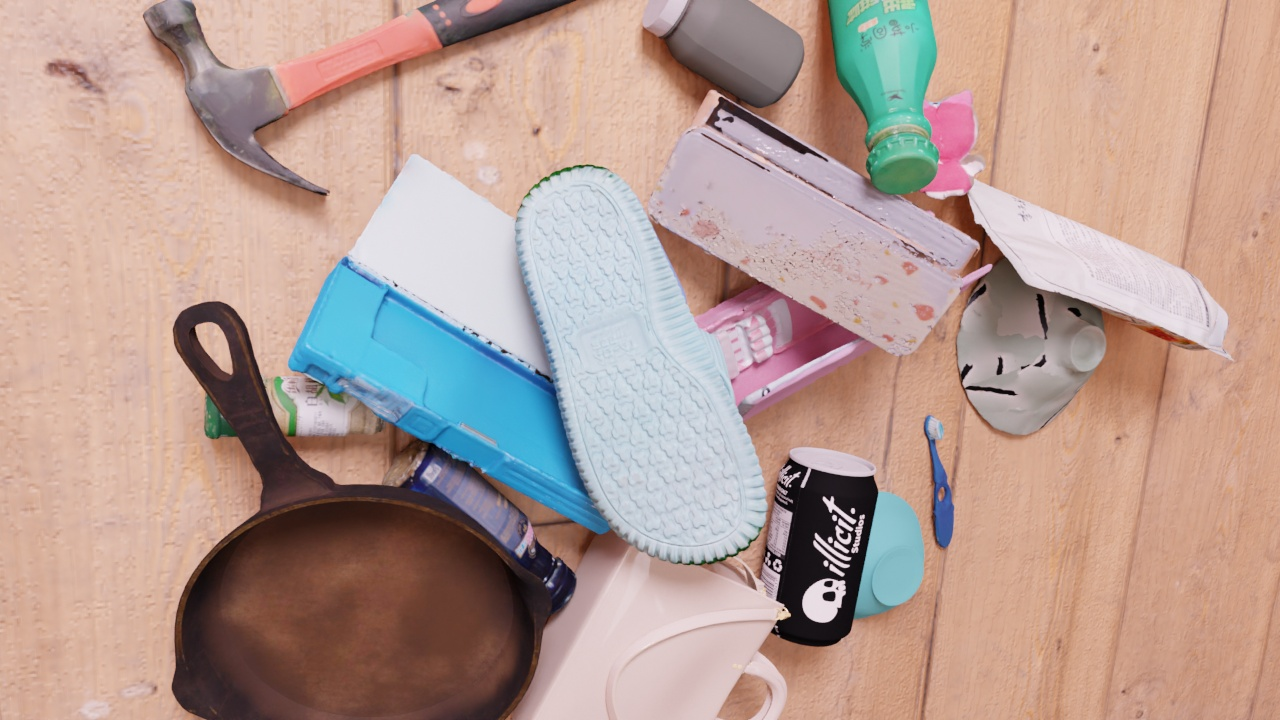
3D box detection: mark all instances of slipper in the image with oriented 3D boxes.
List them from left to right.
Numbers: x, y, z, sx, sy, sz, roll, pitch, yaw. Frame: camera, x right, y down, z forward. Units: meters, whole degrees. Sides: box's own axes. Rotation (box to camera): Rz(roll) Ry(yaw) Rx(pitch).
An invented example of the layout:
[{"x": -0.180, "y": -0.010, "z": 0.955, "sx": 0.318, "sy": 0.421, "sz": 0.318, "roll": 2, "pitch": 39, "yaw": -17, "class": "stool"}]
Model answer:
[{"x": -0.004, "y": 0.004, "z": 0.610, "sx": 0.116, "sy": 0.069, "sz": 0.276, "roll": -21, "pitch": 87, "yaw": 5, "class": "slipper"}]

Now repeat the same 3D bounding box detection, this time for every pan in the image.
[{"x": -0.197, "y": 0.120, "z": 0.582, "sx": 0.249, "sy": 0.043, "sz": 0.356, "roll": -16, "pitch": 116, "yaw": 0, "class": "pan"}]

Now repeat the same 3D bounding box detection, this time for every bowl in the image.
[{"x": 0.211, "y": 0.180, "z": 0.802, "sx": 0.121, "sy": 0.046, "sz": 0.121, "roll": -5, "pitch": 103, "yaw": -21, "class": "bowl"}, {"x": 0.371, "y": -0.014, "z": 0.815, "sx": 0.174, "sy": 0.068, "sz": 0.174, "roll": -4, "pitch": 101, "yaw": -22, "class": "bowl"}]

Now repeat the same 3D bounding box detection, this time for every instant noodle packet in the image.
[{"x": 0.387, "y": -0.075, "z": 0.783, "sx": 0.269, "sy": 0.146, "sz": 0.057, "roll": 15, "pitch": 130, "yaw": -25, "class": "instant noodle packet"}]

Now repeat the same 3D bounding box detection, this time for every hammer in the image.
[{"x": -0.121, "y": -0.218, "z": 0.588, "sx": 0.332, "sy": 0.033, "sz": 0.133, "roll": -29, "pitch": 109, "yaw": -15, "class": "hammer"}]

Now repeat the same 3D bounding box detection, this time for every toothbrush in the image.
[{"x": 0.271, "y": 0.112, "z": 0.828, "sx": 0.021, "sy": 0.016, "sz": 0.132, "roll": -16, "pitch": 107, "yaw": -16, "class": "toothbrush"}]

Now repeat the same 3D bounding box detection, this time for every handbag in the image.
[{"x": 0.029, "y": 0.232, "z": 0.698, "sx": 0.197, "sy": 0.101, "sz": 0.194, "roll": 28, "pitch": 93, "yaw": -17, "class": "handbag"}]

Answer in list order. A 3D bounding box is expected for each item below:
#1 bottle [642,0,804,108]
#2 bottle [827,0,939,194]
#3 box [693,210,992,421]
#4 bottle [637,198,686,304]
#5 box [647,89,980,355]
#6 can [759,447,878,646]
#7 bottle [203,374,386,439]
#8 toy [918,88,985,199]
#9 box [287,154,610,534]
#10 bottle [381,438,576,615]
[{"x": 0.058, "y": -0.226, "z": 0.642, "sx": 0.108, "sy": 0.060, "sz": 0.060, "roll": 23, "pitch": 92, "yaw": -25, "class": "bottle"}, {"x": 0.168, "y": -0.211, "z": 0.630, "sx": 0.068, "sy": 0.068, "sz": 0.209, "roll": 12, "pitch": 62, "yaw": -24, "class": "bottle"}, {"x": 0.157, "y": -0.025, "z": 0.702, "sx": 0.232, "sy": 0.098, "sz": 0.099, "roll": -27, "pitch": 117, "yaw": -16, "class": "box"}, {"x": 0.005, "y": -0.048, "z": 0.656, "sx": 0.048, "sy": 0.048, "sz": 0.131, "roll": -30, "pitch": 102, "yaw": -14, "class": "bottle"}, {"x": 0.126, "y": -0.109, "z": 0.650, "sx": 0.216, "sy": 0.107, "sz": 0.095, "roll": 29, "pitch": 133, "yaw": -1, "class": "box"}, {"x": 0.144, "y": 0.151, "z": 0.749, "sx": 0.080, "sy": 0.080, "sz": 0.146, "roll": 5, "pitch": 100, "yaw": -23, "class": "can"}, {"x": -0.222, "y": 0.031, "z": 0.594, "sx": 0.109, "sy": 0.043, "sz": 0.043, "roll": 2, "pitch": 101, "yaw": -23, "class": "bottle"}, {"x": 0.238, "y": -0.170, "z": 0.737, "sx": 0.065, "sy": 0.050, "sz": 0.102, "roll": 0, "pitch": 72, "yaw": -3, "class": "toy"}, {"x": -0.099, "y": -0.005, "z": 0.637, "sx": 0.243, "sy": 0.064, "sz": 0.174, "roll": 33, "pitch": 59, "yaw": -25, "class": "box"}, {"x": -0.111, "y": 0.121, "z": 0.652, "sx": 0.056, "sy": 0.056, "sz": 0.161, "roll": -47, "pitch": 115, "yaw": -7, "class": "bottle"}]
